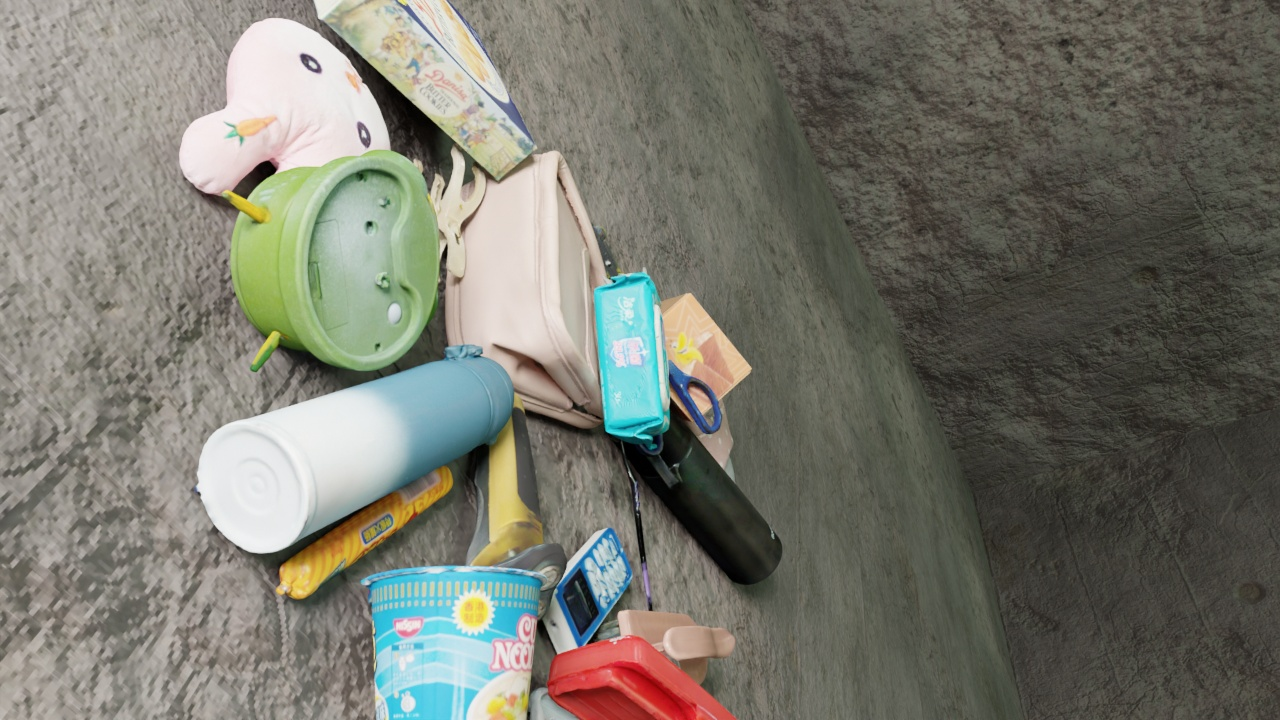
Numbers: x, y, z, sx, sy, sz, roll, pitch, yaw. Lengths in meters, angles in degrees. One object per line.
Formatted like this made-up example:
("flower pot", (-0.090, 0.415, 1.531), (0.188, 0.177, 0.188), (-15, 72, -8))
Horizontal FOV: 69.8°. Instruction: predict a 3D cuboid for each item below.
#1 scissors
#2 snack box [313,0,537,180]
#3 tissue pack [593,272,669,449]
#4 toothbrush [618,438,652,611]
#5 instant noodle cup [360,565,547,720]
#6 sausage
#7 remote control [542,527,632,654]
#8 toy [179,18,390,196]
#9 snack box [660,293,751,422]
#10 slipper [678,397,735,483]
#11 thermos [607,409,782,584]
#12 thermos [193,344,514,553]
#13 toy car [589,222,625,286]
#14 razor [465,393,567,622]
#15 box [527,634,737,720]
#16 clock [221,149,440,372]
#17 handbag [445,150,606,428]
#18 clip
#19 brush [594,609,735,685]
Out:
("scissors", (0.019, 0.005, 0.804), (0.162, 0.012, 0.162), (26, 66, -26))
("snack box", (-0.167, -0.245, 0.675), (0.182, 0.046, 0.177), (41, 18, -50))
("tissue pack", (-0.004, 0.004, 0.728), (0.093, 0.050, 0.133), (54, 31, -82))
("toothbrush", (-0.001, 0.127, 0.790), (0.014, 0.017, 0.189), (2, 79, -83))
("instant noodle cup", (-0.098, 0.170, 0.481), (0.099, 0.099, 0.109), (31, 52, -56))
("sausage", (-0.149, 0.091, 0.516), (0.021, 0.021, 0.164), (66, 23, -6))
("remote control", (-0.041, 0.171, 0.689), (0.049, 0.024, 0.124), (67, 21, -5))
("toy", (-0.205, -0.133, 0.549), (0.121, 0.054, 0.159), (56, 33, -36))
("snack box", (0.036, -0.002, 0.875), (0.094, 0.077, 0.093), (50, -10, -8))
("slipper", (0.050, 0.030, 0.980), (0.274, 0.055, 0.114), (64, 22, -10))
("thermos", (0.057, 0.135, 0.884), (0.242, 0.068, 0.089), (50, 15, -35))
("thermos", (-0.143, 0.039, 0.520), (0.070, 0.070, 0.220), (68, 22, -3))
("toy car", (-0.042, -0.093, 0.903), (0.091, 0.036, 0.043), (67, 23, -7))
("razor", (-0.085, 0.092, 0.614), (0.062, 0.068, 0.167), (47, 24, -46))
("box", (0.010, 0.275, 0.619), (0.201, 0.095, 0.100), (51, 26, -39))
("clock", (-0.161, -0.059, 0.522), (0.160, 0.056, 0.116), (-35, 129, -60))
("handbag", (-0.064, -0.036, 0.762), (0.234, 0.093, 0.193), (53, 28, -54))
("clip", (-0.155, -0.108, 0.685), (0.035, 0.087, 0.104), (30, 72, -58))
("brush", (0.025, 0.230, 0.725), (0.145, 0.073, 0.063), (30, 43, -60))
